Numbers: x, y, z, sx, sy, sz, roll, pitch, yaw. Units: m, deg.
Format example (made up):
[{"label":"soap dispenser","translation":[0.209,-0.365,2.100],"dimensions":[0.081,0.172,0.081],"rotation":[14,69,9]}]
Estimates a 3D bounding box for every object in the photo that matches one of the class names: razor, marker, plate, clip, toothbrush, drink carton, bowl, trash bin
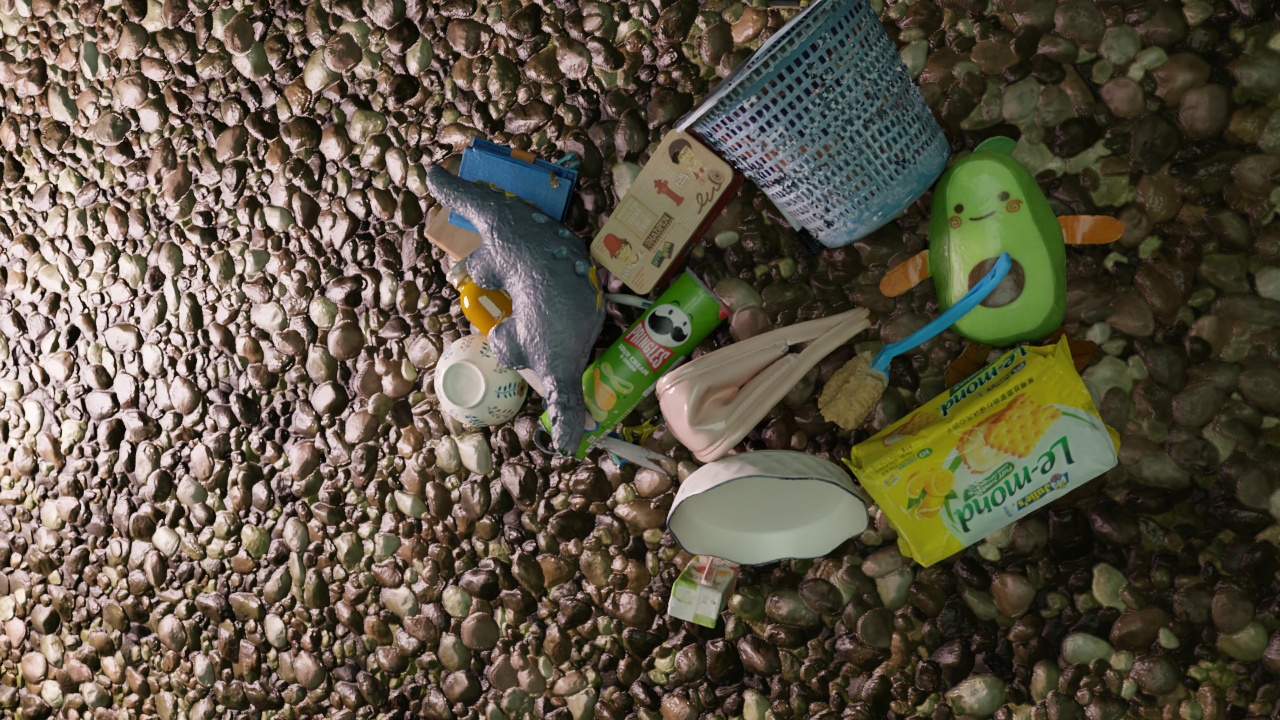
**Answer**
[{"label":"razor","translation":[0.022,0.063,1.039],"dimensions":[0.143,0.022,0.042],"rotation":[-39,68,11]},{"label":"marker","translation":[0.152,-0.167,0.985],"dimensions":[0.023,0.018,0.130],"rotation":[-41,84,24]},{"label":"plate","translation":[0.128,0.152,0.944],"dimensions":[0.205,0.205,0.045],"rotation":[-11,54,16]},{"label":"clip","translation":[-0.094,-0.218,1.051],"dimensions":[0.056,0.014,0.041],"rotation":[-33,86,15]},{"label":"toothbrush","translation":[-0.060,-0.081,1.053],"dimensions":[0.192,0.016,0.018],"rotation":[12,87,14]},{"label":"drink carton","translation":[0.071,0.242,0.989],"dimensions":[0.053,0.122,0.045],"rotation":[14,97,14]},{"label":"bowl","translation":[-0.194,0.026,1.076],"dimensions":[0.113,0.062,0.113],"rotation":[2,97,15]},{"label":"trash bin","translation":[0.179,-0.225,0.881],"dimensions":[0.227,0.226,0.195],"rotation":[-38,101,15]}]

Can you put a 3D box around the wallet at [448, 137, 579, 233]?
[{"label":"wallet","translation":[-0.145,-0.186,1.042],"dimensions":[0.133,0.040,0.106],"rotation":[20,105,7]}]

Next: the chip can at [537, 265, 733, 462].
[{"label":"chip can","translation":[-0.006,0.006,1.001],"dimensions":[0.236,0.072,0.072],"rotation":[-45,82,7]}]

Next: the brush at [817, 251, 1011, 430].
[{"label":"brush","translation":[0.264,-0.015,0.900],"dimensions":[0.046,0.083,0.255],"rotation":[37,126,-9]}]

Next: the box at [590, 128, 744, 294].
[{"label":"box","translation":[0.030,-0.162,0.996],"dimensions":[0.091,0.079,0.169],"rotation":[40,110,8]}]

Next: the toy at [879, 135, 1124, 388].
[{"label":"toy","translation":[0.350,-0.092,0.900],"dimensions":[0.227,0.089,0.247],"rotation":[-14,95,16]}]

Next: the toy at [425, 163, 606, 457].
[{"label":"toy","translation":[-0.110,-0.072,0.979],"dimensions":[0.138,0.091,0.356],"rotation":[-23,78,-7]}]

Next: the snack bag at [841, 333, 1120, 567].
[{"label":"snack bag","translation":[0.334,0.090,0.906],"dimensions":[0.247,0.068,0.158],"rotation":[-33,117,14]}]

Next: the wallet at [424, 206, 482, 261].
[{"label":"wallet","translation":[-0.185,-0.163,1.079],"dimensions":[0.101,0.020,0.115],"rotation":[37,101,7]}]

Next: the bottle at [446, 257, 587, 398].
[{"label":"bottle","translation":[-0.144,-0.039,1.045],"dimensions":[0.189,0.068,0.068],"rotation":[46,104,2]}]

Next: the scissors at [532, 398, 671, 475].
[{"label":"scissors","translation":[-0.045,0.083,1.044],"dimensions":[0.173,0.014,0.145],"rotation":[-21,75,22]}]

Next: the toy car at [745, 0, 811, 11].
[{"label":"toy car","translation":[0.153,-0.386,0.957],"dimensions":[0.090,0.035,0.042],"rotation":[7,95,15]}]

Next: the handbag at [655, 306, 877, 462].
[{"label":"handbag","translation":[0.131,0.008,0.923],"dimensions":[0.234,0.193,0.093],"rotation":[-31,86,-5]}]
